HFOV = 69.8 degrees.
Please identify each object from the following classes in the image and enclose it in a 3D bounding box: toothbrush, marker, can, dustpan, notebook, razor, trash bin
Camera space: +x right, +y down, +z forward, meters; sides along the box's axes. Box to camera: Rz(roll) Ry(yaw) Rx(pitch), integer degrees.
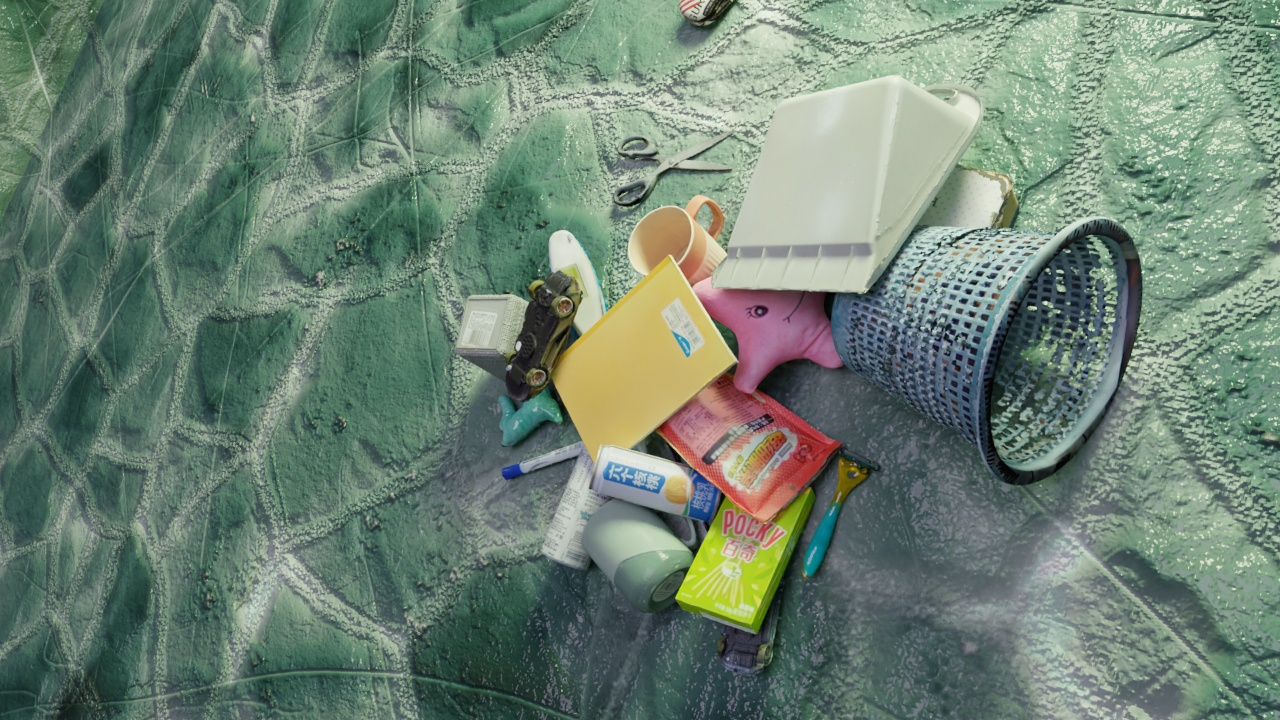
[{"bbox_3d":[0.043,0.111,1.022,0.016,0.014,0.189,-22,60,-4],"label":"toothbrush"},{"bbox_3d":[-0.106,0.118,1.110,0.146,0.017,0.016,-21,63,25],"label":"marker"},{"bbox_3d":[-0.060,0.160,1.039,0.058,0.058,0.146,17,82,35],"label":"can"},{"bbox_3d":[0.218,-0.174,0.903,0.223,0.142,0.257,9,85,57],"label":"dustpan"},{"bbox_3d":[-0.006,0.006,0.988,0.207,0.010,0.145,-42,63,25],"label":"notebook"},{"bbox_3d":[0.189,0.153,0.903,0.043,0.028,0.132,24,83,5],"label":"razor"},{"bbox_3d":[0.288,-0.031,0.811,0.195,0.226,0.226,27,88,48],"label":"trash bin"},{"bbox_3d":[0.016,0.128,0.963,0.134,0.053,0.053,15,79,-1],"label":"can"}]

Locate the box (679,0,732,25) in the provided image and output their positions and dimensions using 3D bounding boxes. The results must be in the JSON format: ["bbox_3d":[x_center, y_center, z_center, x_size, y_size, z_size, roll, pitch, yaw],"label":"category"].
[{"bbox_3d":[0.115,-0.504,1.187,0.070,0.055,0.164,42,98,21],"label":"box"}]

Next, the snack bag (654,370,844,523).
[{"bbox_3d":[0.094,0.073,0.963,0.128,0.073,0.208,-36,52,-21],"label":"snack bag"}]

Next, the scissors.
[{"bbox_3d":[0.034,-0.249,1.158,0.159,0.014,0.178,-51,56,6],"label":"scissors"}]

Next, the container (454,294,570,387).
[{"bbox_3d":[-0.160,-0.027,1.136,0.090,0.114,0.090,1,73,32],"label":"container"}]

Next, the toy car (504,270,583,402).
[{"bbox_3d":[-0.113,-0.026,1.047,0.070,0.042,0.158,38,108,50],"label":"toy car"}]

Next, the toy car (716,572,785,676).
[{"bbox_3d":[0.111,0.250,0.908,0.054,0.037,0.120,1,65,29],"label":"toy car"}]

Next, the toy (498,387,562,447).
[{"bbox_3d":[-0.145,0.067,1.146,0.092,0.030,0.096,-40,51,11],"label":"toy"}]

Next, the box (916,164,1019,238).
[{"bbox_3d":[0.284,-0.156,0.939,0.184,0.060,0.089,24,85,38],"label":"box"}]

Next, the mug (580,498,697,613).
[{"bbox_3d":[0.011,0.198,0.974,0.111,0.082,0.106,-33,52,-19],"label":"mug"}]

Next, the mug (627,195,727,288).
[{"bbox_3d":[0.055,-0.128,1.042,0.082,0.106,0.114,30,90,36],"label":"mug"}]

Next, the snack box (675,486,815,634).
[{"bbox_3d":[0.106,0.186,0.911,0.086,0.026,0.156,11,56,34],"label":"snack box"}]

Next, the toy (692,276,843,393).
[{"bbox_3d":[0.134,-0.056,0.979,0.179,0.074,0.194,5,70,14],"label":"toy"}]

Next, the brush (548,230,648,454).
[{"bbox_3d":[-0.048,-0.012,1.072,0.060,0.109,0.314,-19,79,-2],"label":"brush"}]
